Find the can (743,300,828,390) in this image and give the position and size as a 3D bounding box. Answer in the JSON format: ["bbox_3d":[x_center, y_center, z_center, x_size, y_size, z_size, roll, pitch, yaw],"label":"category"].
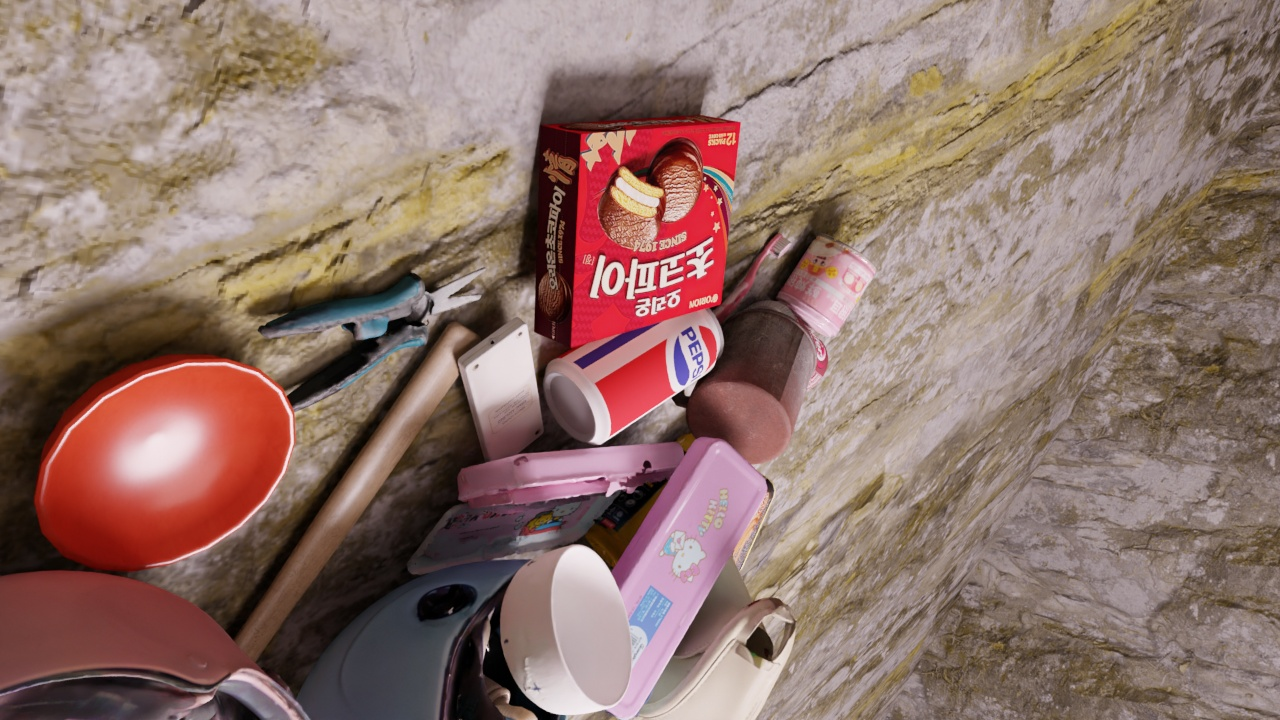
[{"bbox_3d":[0.133,-0.011,0.865,0.063,0.063,0.114,-56,148,2],"label":"can"}]

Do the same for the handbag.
[{"bbox_3d":[0.025,0.220,0.788,0.132,0.229,0.184,27,100,-18],"label":"handbag"}]

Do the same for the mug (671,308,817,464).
[{"bbox_3d":[0.079,0.023,0.770,0.096,0.123,0.110,67,31,-22],"label":"mug"}]

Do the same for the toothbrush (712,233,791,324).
[{"bbox_3d":[0.085,-0.060,0.802,0.135,0.016,0.021,-49,159,-10],"label":"toothbrush"}]

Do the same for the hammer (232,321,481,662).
[{"bbox_3d":[-0.201,0.118,0.578,0.331,0.031,0.119,-54,148,-1],"label":"hammer"}]

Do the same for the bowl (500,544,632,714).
[{"bbox_3d":[-0.052,0.174,0.589,0.054,0.104,0.105,-19,154,19],"label":"bowl"}]

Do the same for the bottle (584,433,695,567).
[{"bbox_3d":[0.031,0.113,0.853,0.185,0.053,0.053,-43,146,-18],"label":"bottle"}]

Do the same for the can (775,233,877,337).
[{"bbox_3d":[0.173,-0.070,0.861,0.076,0.067,0.067,-57,148,2],"label":"can"}]

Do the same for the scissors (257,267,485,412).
[{"bbox_3d":[-0.154,-0.017,0.524,0.150,0.019,0.121,17,105,-59],"label":"scissors"}]

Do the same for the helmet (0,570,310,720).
[{"bbox_3d":[-0.287,0.204,0.424,0.229,0.152,0.256,-41,145,-25],"label":"helmet"}]

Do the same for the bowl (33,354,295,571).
[{"bbox_3d":[-0.237,0.045,0.455,0.121,0.035,0.122,-33,142,-31],"label":"bowl"}]

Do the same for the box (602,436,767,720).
[{"bbox_3d":[0.008,0.162,0.714,0.090,0.093,0.213,43,69,-24],"label":"box"}]

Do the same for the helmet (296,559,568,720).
[{"bbox_3d":[-0.142,0.250,0.635,0.264,0.167,0.226,-56,148,-52],"label":"helmet"}]

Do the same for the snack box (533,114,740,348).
[{"bbox_3d":[0.000,-0.092,0.617,0.151,0.036,0.133,-18,121,-44],"label":"snack box"}]

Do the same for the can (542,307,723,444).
[{"bbox_3d":[-0.004,0.004,0.692,0.131,0.070,0.070,-32,141,-32],"label":"can"}]

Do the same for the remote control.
[{"bbox_3d":[-0.094,0.026,0.633,0.050,0.011,0.136,-39,153,-24],"label":"remote control"}]

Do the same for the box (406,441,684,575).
[{"bbox_3d":[-0.069,0.103,0.710,0.156,0.059,0.201,-33,159,31],"label":"box"}]

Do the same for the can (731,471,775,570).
[{"bbox_3d":[0.071,0.173,0.947,0.100,0.072,0.131,-13,129,-51],"label":"can"}]
